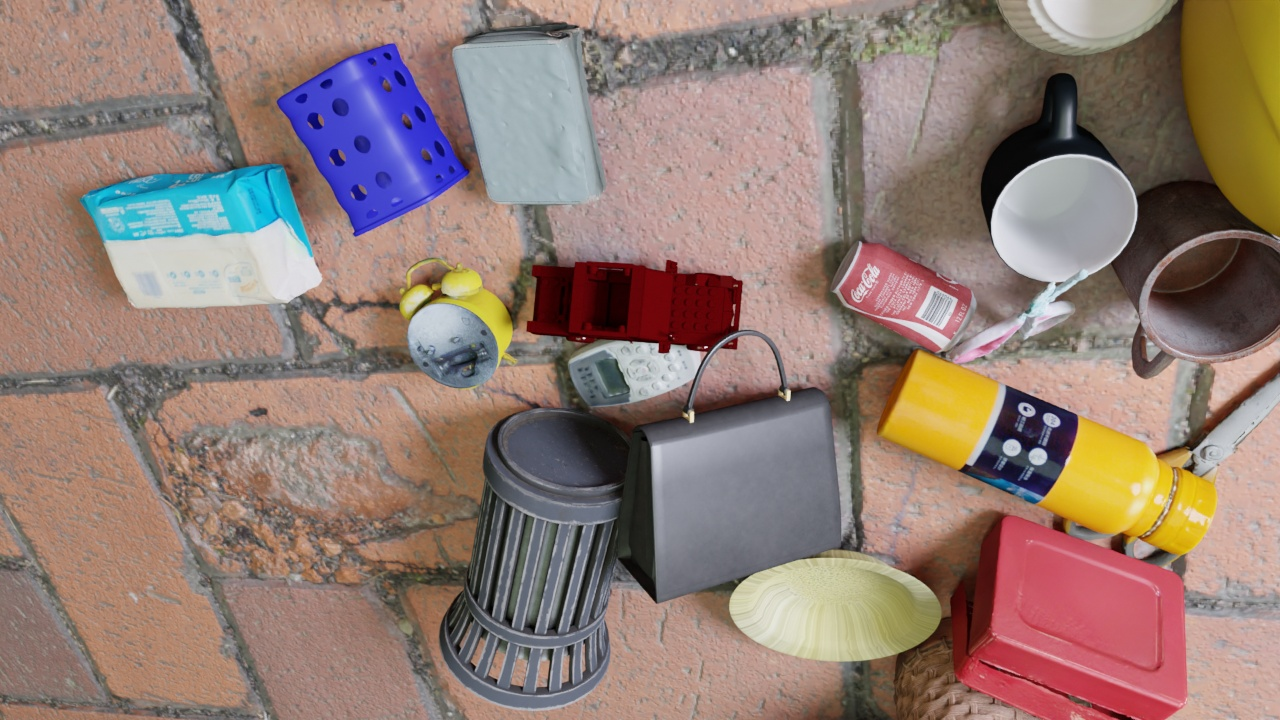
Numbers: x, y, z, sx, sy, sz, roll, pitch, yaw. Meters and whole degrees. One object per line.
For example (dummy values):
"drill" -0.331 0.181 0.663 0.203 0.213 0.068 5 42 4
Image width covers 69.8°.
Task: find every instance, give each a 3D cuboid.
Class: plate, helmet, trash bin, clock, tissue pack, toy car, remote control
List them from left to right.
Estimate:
"tissue pack" -0.387 -0.106 0.805 0.210 0.065 0.117 -2 119 18
"clock" -0.160 -0.033 0.789 0.083 0.057 0.119 -19 112 24
"trash bin" -0.085 0.171 0.827 0.164 0.163 0.228 17 118 5
"toy car" -0.008 -0.044 0.726 0.170 0.062 0.070 5 87 13
"remote control" -0.005 0.005 0.785 0.114 0.028 0.060 -13 114 22
"plate" 0.175 0.214 0.834 0.184 0.036 0.185 5 137 5
"trash bin" 0.298 0.349 0.790 0.151 0.209 0.151 6 120 11
"helmet" 0.368 -0.169 0.497 0.140 0.208 0.240 14 125 25

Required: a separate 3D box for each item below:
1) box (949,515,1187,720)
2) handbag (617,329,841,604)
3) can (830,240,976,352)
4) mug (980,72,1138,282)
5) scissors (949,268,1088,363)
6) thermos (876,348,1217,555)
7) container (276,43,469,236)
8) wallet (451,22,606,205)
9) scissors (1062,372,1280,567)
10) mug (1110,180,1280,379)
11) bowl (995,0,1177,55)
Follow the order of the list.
"box" 0.349 0.219 0.747 0.157 0.136 0.127 22 121 6
"handbag" 0.074 0.070 0.732 0.175 0.072 0.196 -11 114 -24
"can" 0.196 -0.049 0.687 0.096 0.053 0.054 27 122 -1
"mug" 0.270 -0.125 0.600 0.085 0.094 0.122 0 118 15
"scissors" 0.276 -0.037 0.620 0.101 0.179 0.016 -19 74 -5
"thermos" 0.306 0.065 0.699 0.233 0.091 0.076 24 136 10
"container" -0.204 -0.171 0.708 0.085 0.084 0.113 -20 111 23
"wallet" -0.080 -0.182 0.688 0.100 0.054 0.132 6 122 22
"scissors" 0.443 0.086 0.717 0.114 0.016 0.230 33 122 -5
"mug" 0.362 -0.048 0.612 0.096 0.110 0.123 25 122 6
"bowl" 0.276 -0.238 0.553 0.115 0.062 0.115 7 120 12
